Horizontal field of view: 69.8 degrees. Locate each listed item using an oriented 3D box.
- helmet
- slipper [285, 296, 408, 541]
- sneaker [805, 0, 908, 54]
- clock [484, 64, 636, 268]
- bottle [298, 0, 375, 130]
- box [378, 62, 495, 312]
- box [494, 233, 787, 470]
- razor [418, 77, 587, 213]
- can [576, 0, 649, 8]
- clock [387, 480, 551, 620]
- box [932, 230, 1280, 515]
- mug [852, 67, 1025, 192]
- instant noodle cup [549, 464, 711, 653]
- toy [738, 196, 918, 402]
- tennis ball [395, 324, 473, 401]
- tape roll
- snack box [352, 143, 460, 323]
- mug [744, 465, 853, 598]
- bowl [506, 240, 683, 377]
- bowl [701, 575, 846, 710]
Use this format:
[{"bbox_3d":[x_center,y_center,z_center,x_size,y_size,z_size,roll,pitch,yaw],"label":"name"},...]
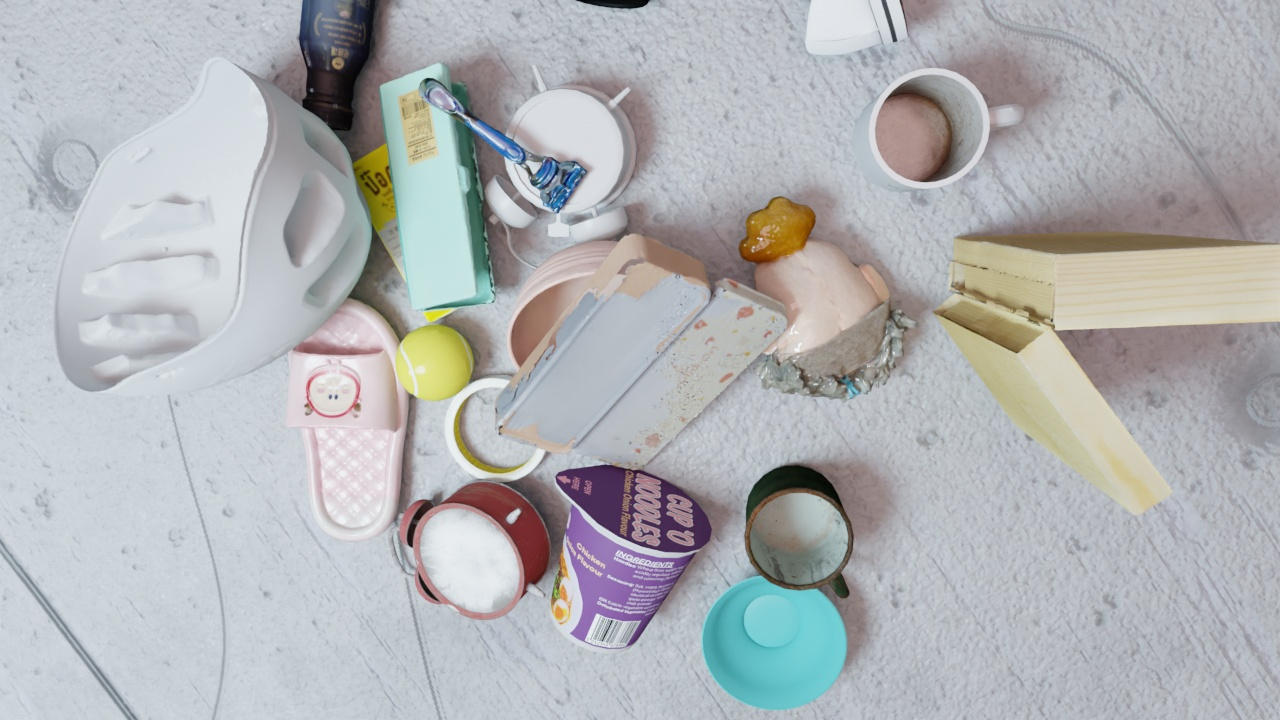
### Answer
[{"bbox_3d":[-0.345,-0.085,0.717,0.282,0.184,0.224,-30,57,4],"label":"helmet"},{"bbox_3d":[-0.256,0.053,0.804,0.107,0.055,0.221,-1,99,5],"label":"slipper"},{"bbox_3d":[0.123,-0.346,0.688,0.097,0.091,0.245,-15,99,23],"label":"sneaker"},{"bbox_3d":[-0.063,-0.151,0.750,0.120,0.061,0.159,14,105,2],"label":"clock"},{"bbox_3d":[-0.249,-0.271,0.749,0.056,0.056,0.161,10,100,5],"label":"bottle"},{"bbox_3d":[-0.161,-0.135,0.727,0.077,0.080,0.188,-7,89,-14],"label":"box"},{"bbox_3d":[-0.003,0.007,0.713,0.150,0.043,0.217,17,132,-32],"label":"box"},{"bbox_3d":[-0.110,-0.168,0.701,0.141,0.018,0.044,34,104,-11],"label":"razor"},{"bbox_3d":[-0.019,-0.352,0.698,0.080,0.080,0.146,8,100,5],"label":"can"},{"bbox_3d":[-0.153,0.164,0.808,0.157,0.061,0.110,-8,104,25],"label":"clock"},{"bbox_3d":[0.289,-0.023,0.633,0.142,0.248,0.184,20,100,4],"label":"box"},{"bbox_3d":[0.226,-0.174,0.691,0.120,0.096,0.083,-10,98,8],"label":"mug"},{"bbox_3d":[-0.026,0.170,0.773,0.137,0.121,0.122,19,110,-6],"label":"instant noodle cup"},{"bbox_3d":[0.135,-0.046,0.733,0.132,0.076,0.176,-27,98,-15],"label":"toy"},{"bbox_3d":[-0.175,0.002,0.781,0.065,0.065,0.065,1,99,6],"label":"tennis ball"},{"bbox_3d":[-0.125,0.060,0.808,0.094,0.019,0.094,1,100,6],"label":"tape roll"},{"bbox_3d":[-0.189,-0.111,0.784,0.061,0.025,0.149,-28,95,9],"label":"snack box"},{"bbox_3d":[0.137,0.146,0.761,0.085,0.081,0.111,-37,94,10],"label":"mug"},{"bbox_3d":[-0.032,-0.042,0.738,0.153,0.076,0.153,-5,139,-5],"label":"bowl"},{"bbox_3d":[0.115,0.235,0.796,0.121,0.046,0.121,1,99,6],"label":"bowl"}]
